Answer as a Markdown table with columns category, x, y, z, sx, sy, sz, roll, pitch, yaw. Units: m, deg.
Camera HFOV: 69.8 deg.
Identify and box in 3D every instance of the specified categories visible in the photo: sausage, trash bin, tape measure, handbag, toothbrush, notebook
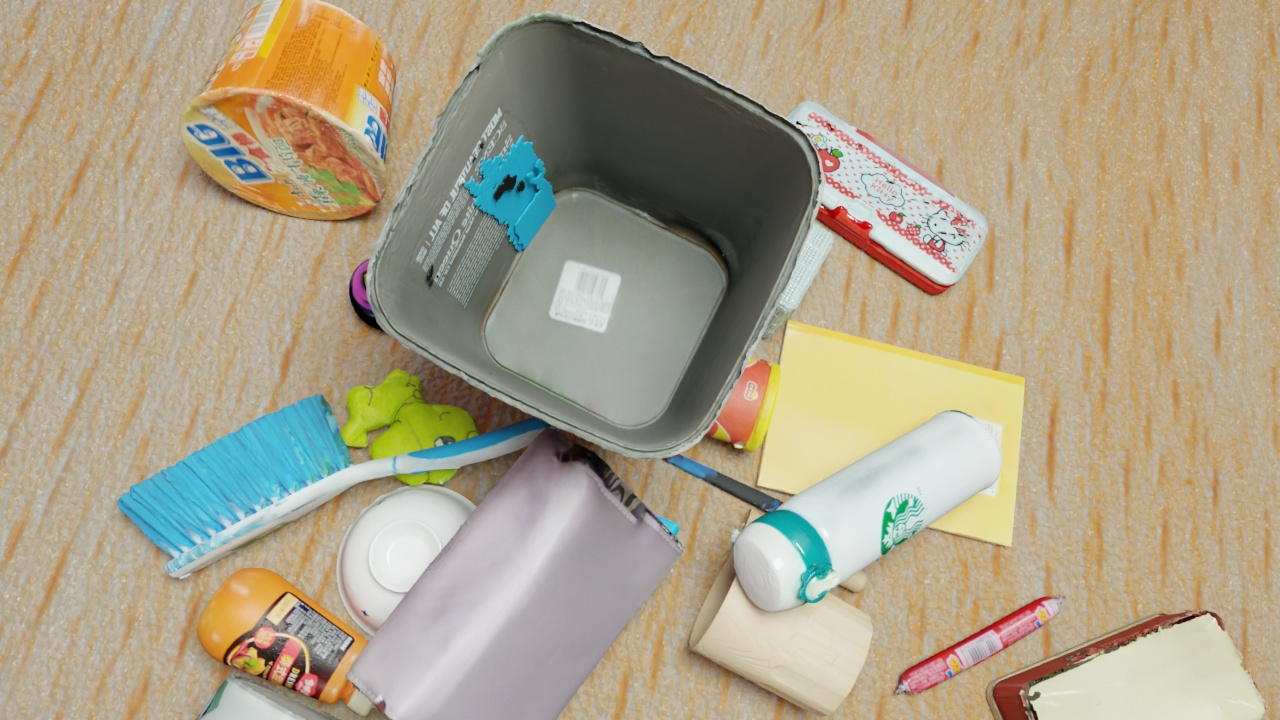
| category | x | y | z | sx | sy | sz | roll | pitch | yaw |
| --- | --- | --- | --- | --- | --- | --- | --- | --- | --- |
| sausage | 0.257 | 0.214 | 0.690 | 0.155 | 0.020 | 0.020 | -23 | 76 | -12 |
| trash bin | -0.026 | -0.055 | 0.566 | 0.198 | 0.220 | 0.199 | 27 | 83 | 1 |
| tape measure | -0.199 | -0.053 | 0.723 | 0.057 | 0.039 | 0.057 | 32 | 67 | 5 |
| handbag | -0.080 | 0.156 | 0.604 | 0.098 | 0.145 | 0.196 | 28 | 71 | 34 |
| trash bin | -0.218 | 0.334 | 0.510 | 0.229 | 0.230 | 0.251 | 26 | 66 | 3 |
| toothbrush | 0.099 | 0.110 | 0.711 | 0.189 | 0.016 | 0.014 | 26 | 66 | 4 |
| notebook | 0.205 | 0.057 | 0.740 | 0.206 | 0.010 | 0.145 | 13 | 71 | -1 |

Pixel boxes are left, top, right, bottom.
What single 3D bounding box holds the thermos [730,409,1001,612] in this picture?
| category | x | y | z | sx | sy | sz | roll | pitch | yaw |
| --- | --- | --- | --- | --- | --- | --- | --- | --- | --- |
| thermos | 0.160 | 0.104 | 0.639 | 0.223 | 0.073 | 0.073 | -22 | 75 | -32 |

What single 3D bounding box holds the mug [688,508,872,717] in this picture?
| category | x | y | z | sx | sy | sz | roll | pitch | yaw |
| --- | --- | --- | --- | --- | --- | --- | --- | --- | --- |
| mug | 0.106 | 0.179 | 0.663 | 0.103 | 0.084 | 0.124 | 29 | 45 | 2 |

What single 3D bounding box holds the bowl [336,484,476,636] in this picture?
| category | x | y | z | sx | sy | sz | roll | pitch | yaw |
| --- | --- | --- | --- | --- | --- | --- | --- | --- | --- |
| bowl | -0.161 | 0.142 | 0.650 | 0.118 | 0.065 | 0.118 | 2 | 73 | -6 |

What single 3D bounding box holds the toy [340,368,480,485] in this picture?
| category | x | y | z | sx | sy | sz | roll | pitch | yaw |
| --- | --- | --- | --- | --- | --- | --- | --- | --- | --- |
| toy | -0.176 | 0.054 | 0.695 | 0.096 | 0.031 | 0.100 | -23 | 72 | -10 |

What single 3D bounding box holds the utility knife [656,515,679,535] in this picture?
| category | x | y | z | sx | sy | sz | roll | pitch | yaw |
| --- | --- | --- | --- | --- | --- | --- | --- | --- | --- |
| utility knife | -0.037 | 0.188 | 0.672 | 0.034 | 0.018 | 0.185 | 36 | 74 | 6 |

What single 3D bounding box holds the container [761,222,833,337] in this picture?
| category | x | y | z | sx | sy | sz | roll | pitch | yaw |
| --- | --- | --- | --- | --- | --- | --- | --- | --- | --- |
| container | 0.082 | -0.085 | 0.734 | 0.111 | 0.090 | 0.089 | 31 | 72 | 2 |

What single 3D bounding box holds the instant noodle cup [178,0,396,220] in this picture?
| category | x | y | z | sx | sy | sz | roll | pitch | yaw |
| --- | --- | --- | --- | --- | --- | --- | --- | --- | --- |
| instant noodle cup | -0.261 | -0.197 | 0.712 | 0.151 | 0.152 | 0.111 | 8 | 63 | -3 |

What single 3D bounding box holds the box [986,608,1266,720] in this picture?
| category | x | y | z | sx | sy | sz | roll | pitch | yaw |
| --- | --- | --- | --- | --- | --- | --- | --- | --- | --- |
| box | 0.351 | 0.246 | 0.658 | 0.168 | 0.077 | 0.091 | -18 | 74 | -10 |

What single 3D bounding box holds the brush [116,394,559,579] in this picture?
| category | x | y | z | sx | sy | sz | roll | pitch | yaw |
| --- | --- | --- | --- | --- | --- | --- | --- | --- | --- |
| brush | -0.207 | 0.069 | 0.653 | 0.314 | 0.060 | 0.109 | -29 | 83 | 0 |

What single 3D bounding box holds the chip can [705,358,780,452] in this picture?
| category | x | y | z | sx | sy | sz | roll | pitch | yaw |
| --- | --- | --- | --- | --- | --- | --- | --- | --- | --- |
| chip can | -0.004 | 0.004 | 0.706 | 0.216 | 0.073 | 0.073 | 18 | 71 | 2 |

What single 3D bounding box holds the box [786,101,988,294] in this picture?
| category | x | y | z | sx | sy | sz | roll | pitch | yaw |
| --- | --- | --- | --- | --- | --- | --- | --- | --- | --- |
| box | 0.199 | -0.143 | 0.784 | 0.201 | 0.047 | 0.086 | 36 | 72 | 7 |

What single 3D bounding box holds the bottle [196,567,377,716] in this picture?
| category | x | y | z | sx | sy | sz | roll | pitch | yaw |
| --- | --- | --- | --- | --- | --- | --- | --- | --- | --- |
| bottle | -0.224 | 0.201 | 0.631 | 0.149 | 0.067 | 0.066 | 30 | 72 | -3 |
